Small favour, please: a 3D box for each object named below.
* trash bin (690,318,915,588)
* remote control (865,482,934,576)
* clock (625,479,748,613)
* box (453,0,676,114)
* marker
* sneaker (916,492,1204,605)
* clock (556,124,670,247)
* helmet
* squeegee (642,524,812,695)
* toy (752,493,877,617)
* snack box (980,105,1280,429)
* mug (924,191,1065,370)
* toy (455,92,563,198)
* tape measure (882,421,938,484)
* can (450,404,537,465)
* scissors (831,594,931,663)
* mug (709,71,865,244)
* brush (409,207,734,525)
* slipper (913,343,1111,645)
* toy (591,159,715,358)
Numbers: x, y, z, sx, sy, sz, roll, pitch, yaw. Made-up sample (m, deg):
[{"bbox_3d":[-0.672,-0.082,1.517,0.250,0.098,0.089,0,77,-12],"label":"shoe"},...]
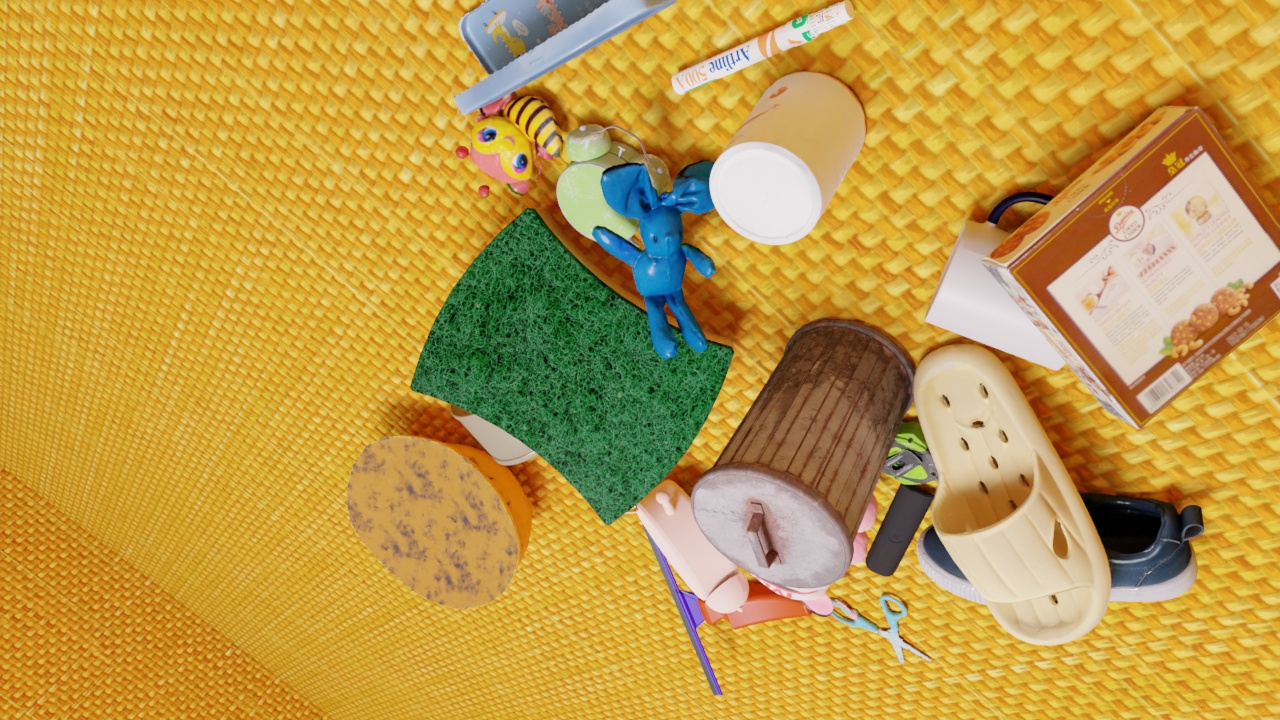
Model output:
[{"bbox_3d":[0.137,0.077,0.755,0.131,0.210,0.131,21,139,19],"label":"trash bin"},{"bbox_3d":[0.259,0.171,0.922,0.033,0.015,0.147,22,138,14],"label":"remote control"},{"bbox_3d":[0.043,0.205,1.010,0.160,0.086,0.131,49,171,-11],"label":"clock"},{"bbox_3d":[-0.070,-0.260,0.685,0.211,0.072,0.079,-12,109,42],"label":"box"},{"bbox_3d":[0.083,-0.221,0.652,0.146,0.017,0.017,-11,123,40],"label":"marker"},{"bbox_3d":[0.351,0.155,0.792,0.236,0.089,0.087,-8,128,32],"label":"sneaker"},{"bbox_3d":[-0.025,-0.147,0.777,0.094,0.042,0.120,28,139,6],"label":"clock"},{"bbox_3d":[-0.232,0.189,1.175,0.255,0.131,0.205,24,108,20],"label":"helmet"},{"bbox_3d":[0.125,0.294,1.103,0.185,0.055,0.249,-12,105,41],"label":"squeegee"},{"bbox_3d":[0.161,0.174,0.938,0.142,0.084,0.214,24,137,16],"label":"toy"},{"bbox_3d":[0.319,-0.057,0.576,0.143,0.041,0.147,-43,103,9],"label":"snack box"},{"bbox_3d":[0.269,-0.062,0.649,0.097,0.078,0.112,23,111,13],"label":"mug"},{"bbox_3d":[-0.109,-0.189,0.790,0.104,0.046,0.084,-22,94,34],"label":"toy"},{"bbox_3d":[0.243,0.087,0.834,0.065,0.035,0.059,40,141,-8],"label":"tape measure"},{"bbox_3d":[-0.126,0.040,0.964,0.128,0.127,0.073,-13,123,41],"label":"can"},{"bbox_3d":[0.283,0.300,1.040,0.138,0.015,0.120,28,141,-2],"label":"scissors"},{"bbox_3d":[0.105,-0.143,0.646,0.082,0.105,0.082,19,138,17],"label":"mug"},{"bbox_3d":[-0.059,0.004,0.839,0.250,0.075,0.195,35,100,-1],"label":"brush"},{"bbox_3d":[0.285,0.114,0.731,0.112,0.079,0.261,-23,88,43],"label":"slipper"},{"bbox_3d":[0.025,-0.089,0.742,0.071,0.112,0.176,-128,25,-54],"label":"toy"}]
